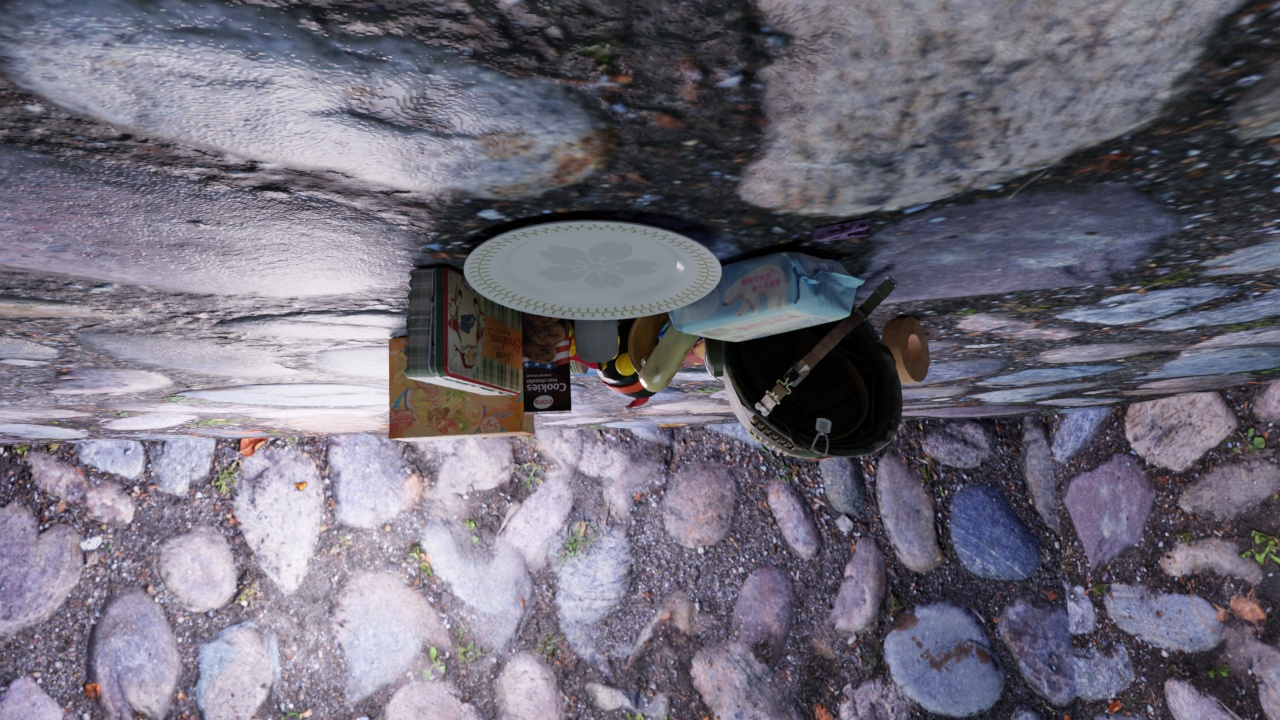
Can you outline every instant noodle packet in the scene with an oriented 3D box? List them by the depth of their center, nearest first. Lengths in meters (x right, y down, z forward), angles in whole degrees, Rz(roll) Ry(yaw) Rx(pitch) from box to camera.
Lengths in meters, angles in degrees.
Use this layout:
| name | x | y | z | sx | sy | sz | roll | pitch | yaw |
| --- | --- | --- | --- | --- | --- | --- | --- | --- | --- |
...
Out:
| name | x | y | z | sx | sy | sz | roll | pitch | yaw |
| --- | --- | --- | --- | --- | --- | --- | --- | --- | --- |
| instant noodle packet | 0.125 | -0.016 | 1.408 | 0.098 | 0.039 | 0.136 | -7 | 173 | -20 |

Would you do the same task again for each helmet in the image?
| name | x | y | z | sx | sy | sz | roll | pitch | yaw |
| --- | --- | --- | --- | --- | --- | --- | --- | --- | --- |
| helmet | 0.199 | 0.017 | 1.058 | 0.192 | 0.224 | 0.237 | -41 | 150 | -22 |

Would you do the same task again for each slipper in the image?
| name | x | y | z | sx | sy | sz | roll | pitch | yaw |
| --- | --- | --- | --- | --- | --- | --- | --- | --- | --- |
| slipper | 0.022 | -0.020 | 1.096 | 0.079 | 0.111 | 0.261 | 30 | -172 | 3 |

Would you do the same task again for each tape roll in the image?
| name | x | y | z | sx | sy | sz | roll | pitch | yaw |
| --- | --- | --- | --- | --- | --- | --- | --- | --- | --- |
| tape roll | 0.375 | -0.014 | 1.296 | 0.027 | 0.094 | 0.093 | -10 | 169 | 41 |

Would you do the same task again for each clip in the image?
| name | x | y | z | sx | sy | sz | roll | pitch | yaw |
| --- | --- | --- | --- | --- | --- | --- | --- | --- | --- |
| clip | 0.186 | -0.116 | 0.829 | 0.050 | 0.014 | 0.046 | -14 | 169 | 41 |

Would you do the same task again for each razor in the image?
| name | x | y | z | sx | sy | sz | roll | pitch | yaw |
| --- | --- | --- | --- | --- | --- | --- | --- | --- | --- |
| razor | -0.050 | -0.052 | 1.046 | 0.047 | 0.088 | 0.116 | -2 | -169 | -1 |

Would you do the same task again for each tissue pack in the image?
| name | x | y | z | sx | sy | sz | roll | pitch | yaw |
| --- | --- | --- | --- | --- | --- | --- | --- | --- | --- |
| tissue pack | 0.128 | -0.068 | 0.952 | 0.182 | 0.070 | 0.112 | -13 | 167 | 41 |

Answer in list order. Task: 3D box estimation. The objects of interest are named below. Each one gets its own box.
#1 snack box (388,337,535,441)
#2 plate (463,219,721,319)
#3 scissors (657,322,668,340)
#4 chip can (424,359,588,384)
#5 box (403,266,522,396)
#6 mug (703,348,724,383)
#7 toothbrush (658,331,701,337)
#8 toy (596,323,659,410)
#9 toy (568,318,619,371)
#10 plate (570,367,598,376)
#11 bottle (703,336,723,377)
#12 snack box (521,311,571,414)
| name | x | y | z | sx | sy | sz | roll | pitch | yaw |
| --- | --- | --- | --- | --- | --- | --- | --- | --- | --- |
| snack box | -0.250 | 0.039 | 1.296 | 0.195 | 0.145 | 0.080 | -4 | 172 | 9 |
| plate | -0.044 | -0.086 | 0.872 | 0.242 | 0.016 | 0.243 | 0 | 163 | 0 |
| scissors | 0.004 | -0.023 | 1.316 | 0.134 | 0.012 | 0.134 | -4 | 152 | 7 |
| chip can | -0.179 | -0.012 | 1.207 | 0.215 | 0.075 | 0.075 | -4 | 172 | 9 |
| box | -0.183 | -0.026 | 0.989 | 0.050 | 0.117 | 0.205 | 0 | 171 | 14 |
| mug | 0.145 | -0.014 | 1.279 | 0.113 | 0.084 | 0.070 | -10 | 169 | 2 |
| toothbrush | 0.064 | -0.034 | 1.324 | 0.182 | 0.018 | 0.016 | -1 | 158 | -7 |
| toy | -0.007 | 0.007 | 1.256 | 0.100 | 0.097 | 0.119 | 5 | 145 | 42 |
| toy | -0.077 | -0.023 | 1.098 | 0.105 | 0.067 | 0.137 | 42 | -153 | 27 |
| plate | -0.073 | 0.007 | 1.519 | 0.224 | 0.024 | 0.224 | -3 | 176 | 0 |
| bottle | 0.189 | -0.028 | 1.205 | 0.207 | 0.071 | 0.071 | -9 | 172 | 2 |
| snack box | -0.103 | -0.013 | 0.999 | 0.051 | 0.140 | 0.032 | -2 | 172 | -5 |
